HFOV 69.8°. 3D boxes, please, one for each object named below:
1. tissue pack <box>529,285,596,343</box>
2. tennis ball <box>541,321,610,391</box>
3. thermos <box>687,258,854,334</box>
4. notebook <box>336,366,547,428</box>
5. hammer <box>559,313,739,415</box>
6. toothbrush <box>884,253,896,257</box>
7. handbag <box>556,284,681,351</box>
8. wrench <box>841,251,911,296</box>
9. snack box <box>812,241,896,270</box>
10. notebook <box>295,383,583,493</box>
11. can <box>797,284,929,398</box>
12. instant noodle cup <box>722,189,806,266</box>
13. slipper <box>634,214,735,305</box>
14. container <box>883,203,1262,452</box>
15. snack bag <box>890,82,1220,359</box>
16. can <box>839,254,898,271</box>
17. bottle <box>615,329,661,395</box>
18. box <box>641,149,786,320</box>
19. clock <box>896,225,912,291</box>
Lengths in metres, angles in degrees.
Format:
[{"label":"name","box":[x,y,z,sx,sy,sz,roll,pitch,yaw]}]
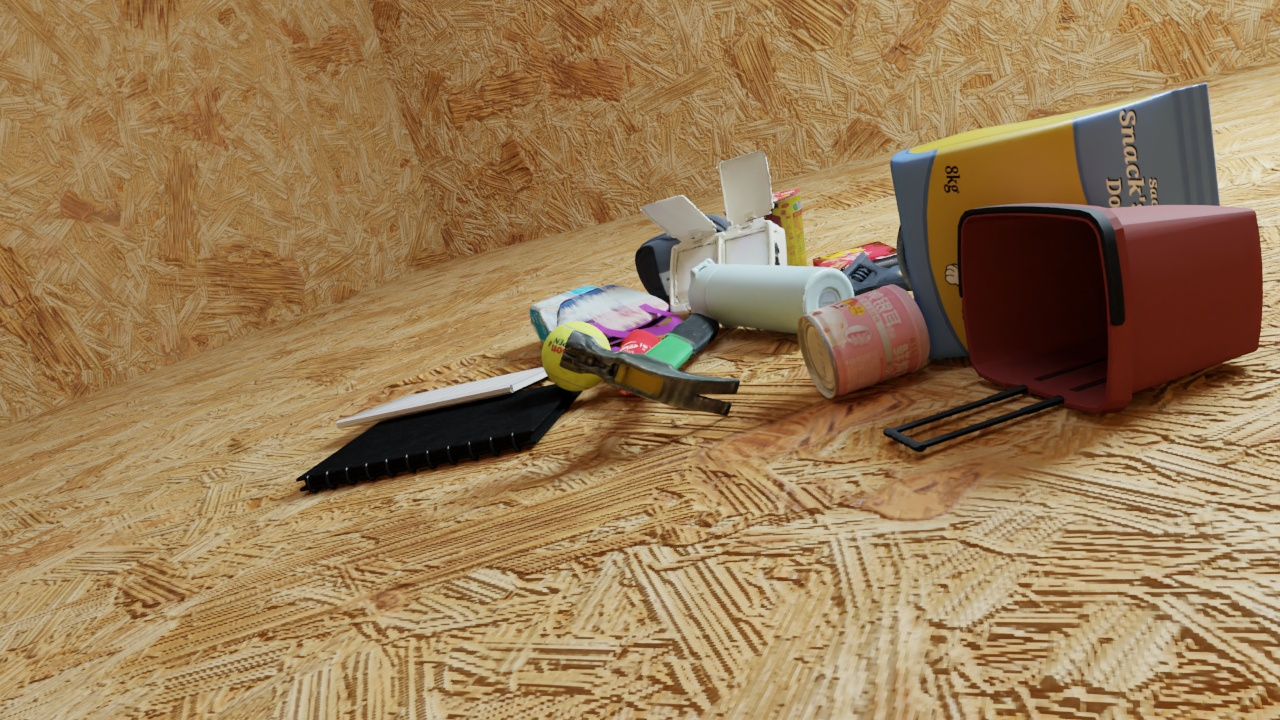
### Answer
[{"label":"tissue pack","box":[-0.087,-0.054,1.172,0.092,0.062,0.144,-20,11,-12]},{"label":"tennis ball","box":[-0.060,-0.004,0.859,0.065,0.065,0.065,-15,13,3]},{"label":"thermos","box":[0.123,-0.064,0.929,0.065,0.078,0.207,-39,23,-20]},{"label":"notebook","box":[-0.204,0.037,1.002,0.210,0.009,0.142,-12,6,18]},{"label":"hammer","box":[0.034,-0.011,0.818,0.130,0.032,0.318,19,13,8]},{"label":"toothbrush","box":[0.269,-0.101,1.017,0.222,0.026,0.027,-16,33,1]},{"label":"handbag","box":[-0.013,-0.037,1.030,0.144,0.068,0.170,-23,21,-27]},{"label":"wrench","box":[0.274,-0.080,0.888,0.274,0.022,0.073,3,52,46]},{"label":"snack box","box":[0.261,-0.115,1.099,0.089,0.021,0.132,-15,13,4]},{"label":"notebook","box":[-0.183,0.069,0.861,0.232,0.019,0.168,-13,12,15]},{"label":"can","box":[0.164,-0.014,0.677,0.076,0.067,0.067,-19,13,-6]},{"label":"instant noodle cup","box":[0.164,-0.147,1.145,0.100,0.112,0.100,-15,12,3]},{"label":"slipper","box":[0.048,-0.121,1.197,0.083,0.111,0.269,-25,12,-25]},{"label":"container","box":[0.241,-0.031,0.552,0.200,0.127,0.148,-11,12,-10]},{"label":"snack bag","box":[0.297,-0.096,0.659,0.206,0.159,0.102,-9,13,22]},{"label":"can","box":[0.255,-0.093,0.985,0.080,0.031,0.031,-14,13,8]},{"label":"bottle","box":[-0.005,0.005,0.859,0.042,0.042,0.141,-14,13,10]},{"label":"box","box":[0.081,-0.142,1.052,0.145,0.186,0.100,-13,-6,35]},{"label":"clock","box":[0.303,-0.101,0.787,0.162,0.117,0.060,-5,5,37]}]
